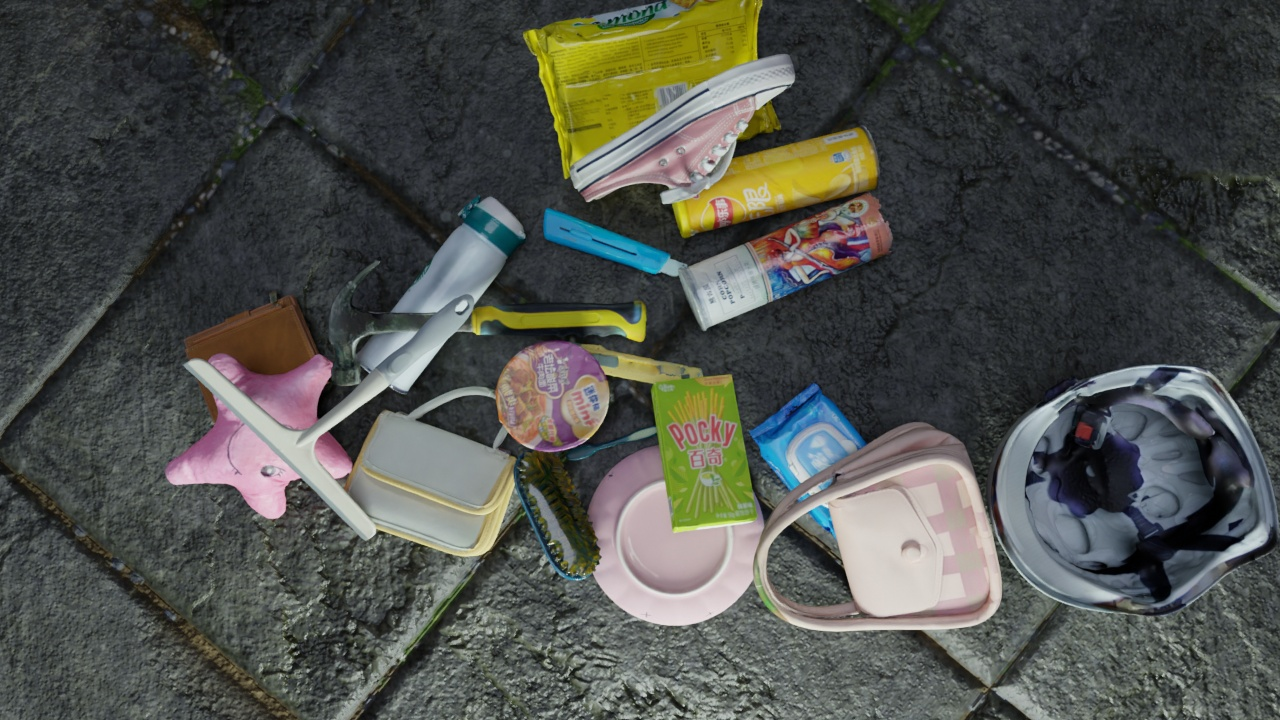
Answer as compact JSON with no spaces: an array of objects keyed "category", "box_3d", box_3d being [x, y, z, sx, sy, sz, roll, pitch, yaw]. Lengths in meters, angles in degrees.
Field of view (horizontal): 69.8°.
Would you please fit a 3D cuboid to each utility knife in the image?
[{"category":"utility knife","box_3d":[-0.006,0.006,0.991,0.151,0.018,0.031,10,92,-2]},{"category":"utility knife","box_3d":[-0.029,-0.124,0.997,0.166,0.018,0.034,19,86,2]}]

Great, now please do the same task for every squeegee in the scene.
[{"category":"squeegee","box_3d":[-0.256,0.020,0.888,0.246,0.039,0.246,-40,110,-4]}]

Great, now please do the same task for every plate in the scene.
[{"category":"plate","box_3d":[0.035,0.184,0.963,0.192,0.039,0.192,0,86,2]}]

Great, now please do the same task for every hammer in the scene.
[{"category":"hammer","box_3d":[-0.151,-0.043,0.944,0.323,0.032,0.126,-2,100,-15]}]

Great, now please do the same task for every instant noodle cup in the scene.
[{"category":"instant noodle cup","box_3d":[-0.085,0.041,0.945,0.111,0.099,0.111,0,82,2]}]

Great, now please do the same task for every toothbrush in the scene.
[{"category":"toothbrush","box_3d":[0.012,0.076,0.985,0.191,0.018,0.016,-16,85,-1]}]

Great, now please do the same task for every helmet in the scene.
[{"category":"helmet","box_3d":[0.454,0.122,0.898,0.259,0.146,0.229,-25,85,2]}]

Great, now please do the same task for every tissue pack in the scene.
[{"category":"tissue pack","box_3d":[0.195,0.110,0.955,0.095,0.052,0.157,-38,86,-1]}]

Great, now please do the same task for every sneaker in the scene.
[{"category":"sneaker","box_3d":[0.049,-0.209,0.895,0.241,0.118,0.088,-28,97,13]}]

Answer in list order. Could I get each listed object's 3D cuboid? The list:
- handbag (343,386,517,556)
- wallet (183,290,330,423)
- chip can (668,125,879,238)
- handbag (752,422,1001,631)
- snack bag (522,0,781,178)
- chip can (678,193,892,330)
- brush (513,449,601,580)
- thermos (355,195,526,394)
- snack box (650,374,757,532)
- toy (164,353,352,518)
[{"category":"handbag","box_3d":[-0.211,0.105,0.971,0.163,0.063,0.178,20,84,2]},{"category":"wallet","box_3d":[-0.420,-0.006,0.995,0.130,0.035,0.119,-22,88,1]},{"category":"chip can","box_3d":[0.138,-0.189,0.968,0.213,0.072,0.072,-15,86,1]},{"category":"handbag","box_3d":[0.224,0.183,0.905,0.234,0.093,0.193,-18,107,3]},{"category":"snack bag","box_3d":[0.016,-0.285,0.951,0.246,0.068,0.158,-12,115,0]},{"category":"chip can","box_3d":[0.151,-0.104,0.963,0.215,0.071,0.071,-22,86,0]},{"category":"brush","box_3d":[-0.089,0.160,0.953,0.055,0.074,0.144,-24,82,-21]},{"category":"thermos","box_3d":[-0.210,-0.074,0.976,0.073,0.073,0.224,37,88,4]},{"category":"snack box","box_3d":[0.064,0.094,0.945,0.085,0.026,0.156,-5,70,-7]},{"category":"toy","box_3d":[-0.380,0.076,0.962,0.178,0.074,0.195,24,101,-22]}]
